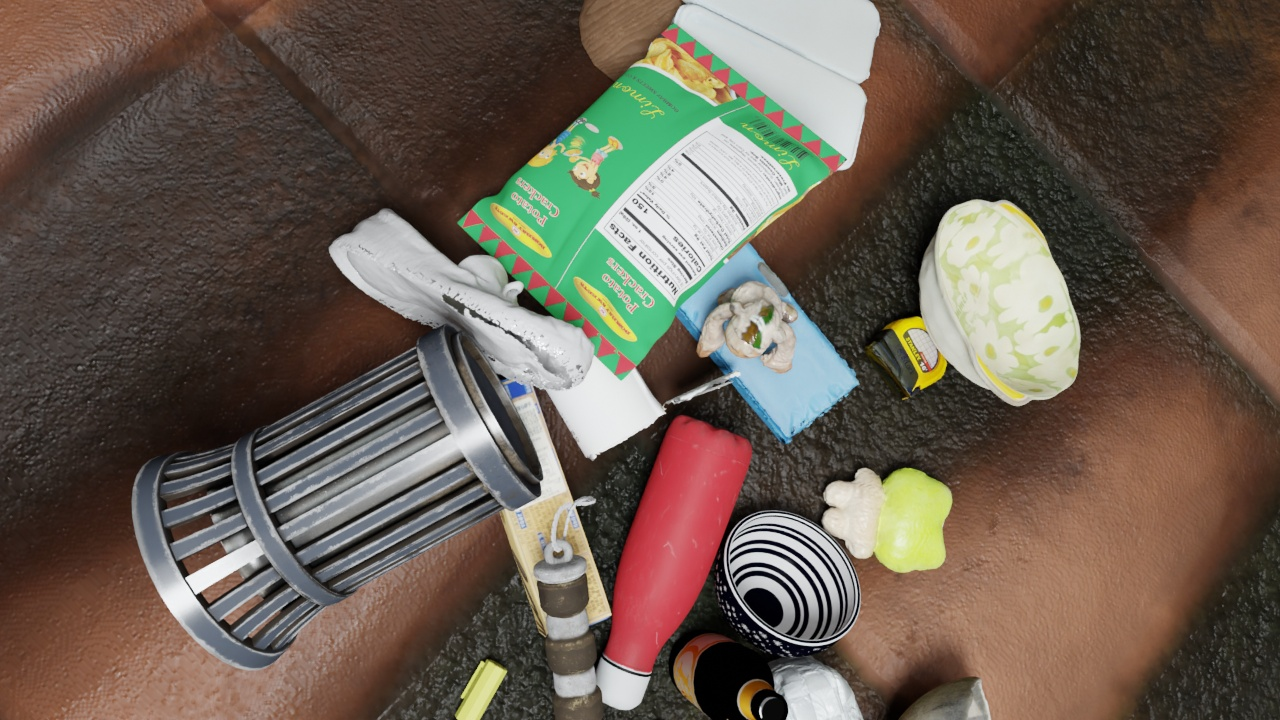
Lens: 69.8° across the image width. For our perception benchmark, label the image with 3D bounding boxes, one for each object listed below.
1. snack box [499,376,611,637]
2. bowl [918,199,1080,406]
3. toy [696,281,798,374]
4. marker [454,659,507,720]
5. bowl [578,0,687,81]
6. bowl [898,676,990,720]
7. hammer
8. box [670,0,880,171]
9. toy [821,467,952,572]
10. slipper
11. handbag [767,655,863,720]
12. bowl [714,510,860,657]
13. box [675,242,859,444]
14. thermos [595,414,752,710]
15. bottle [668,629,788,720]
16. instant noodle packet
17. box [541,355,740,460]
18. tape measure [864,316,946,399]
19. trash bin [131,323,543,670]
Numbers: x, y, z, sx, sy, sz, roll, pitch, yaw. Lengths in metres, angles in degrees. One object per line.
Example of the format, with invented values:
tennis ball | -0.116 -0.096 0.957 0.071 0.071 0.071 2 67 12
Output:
snack box | -0.086 0.117 0.744 0.056 0.057 0.206 -18 84 -14
bowl | 0.311 -0.047 0.825 0.188 0.060 0.218 36 53 -17
toy | 0.095 -0.024 0.738 0.085 0.106 0.074 25 90 1
marker | -0.146 0.296 0.725 0.021 0.017 0.123 24 77 27
bowl | 0.004 -0.309 0.838 0.117 0.030 0.117 2 81 -11
bowl | 0.238 0.345 0.738 0.081 0.178 0.178 -4 80 25
hammer | -0.046 0.264 0.679 0.177 0.079 0.326 -8 96 -8
box | 0.125 -0.289 0.848 0.208 0.037 0.188 21 80 -19
toy | 0.216 0.137 0.807 0.115 0.046 0.092 11 79 -3
slipper | -0.135 -0.050 0.712 0.247 0.112 0.074 29 80 27
handbag | 0.124 0.326 0.728 0.123 0.112 0.171 -13 85 -6
bowl | 0.113 0.193 0.760 0.120 0.067 0.120 13 46 -14
box | 0.089 -0.043 0.804 0.093 0.052 0.231 -38 90 -13
thermos | 0.020 0.166 0.749 0.073 0.073 0.239 21 86 -8
bottle | 0.069 0.244 0.690 0.059 0.182 0.059 2 81 -11
instant noodle packet | 0.007 -0.136 0.741 0.252 0.090 0.195 -44 73 -7
box | -0.004 0.004 0.757 0.150 0.080 0.106 -28 89 -2
tape measure | 0.245 -0.006 0.837 0.064 0.037 0.065 -38 92 -14
trash bin | -0.197 0.086 0.645 0.227 0.164 0.164 -28 88 -1
